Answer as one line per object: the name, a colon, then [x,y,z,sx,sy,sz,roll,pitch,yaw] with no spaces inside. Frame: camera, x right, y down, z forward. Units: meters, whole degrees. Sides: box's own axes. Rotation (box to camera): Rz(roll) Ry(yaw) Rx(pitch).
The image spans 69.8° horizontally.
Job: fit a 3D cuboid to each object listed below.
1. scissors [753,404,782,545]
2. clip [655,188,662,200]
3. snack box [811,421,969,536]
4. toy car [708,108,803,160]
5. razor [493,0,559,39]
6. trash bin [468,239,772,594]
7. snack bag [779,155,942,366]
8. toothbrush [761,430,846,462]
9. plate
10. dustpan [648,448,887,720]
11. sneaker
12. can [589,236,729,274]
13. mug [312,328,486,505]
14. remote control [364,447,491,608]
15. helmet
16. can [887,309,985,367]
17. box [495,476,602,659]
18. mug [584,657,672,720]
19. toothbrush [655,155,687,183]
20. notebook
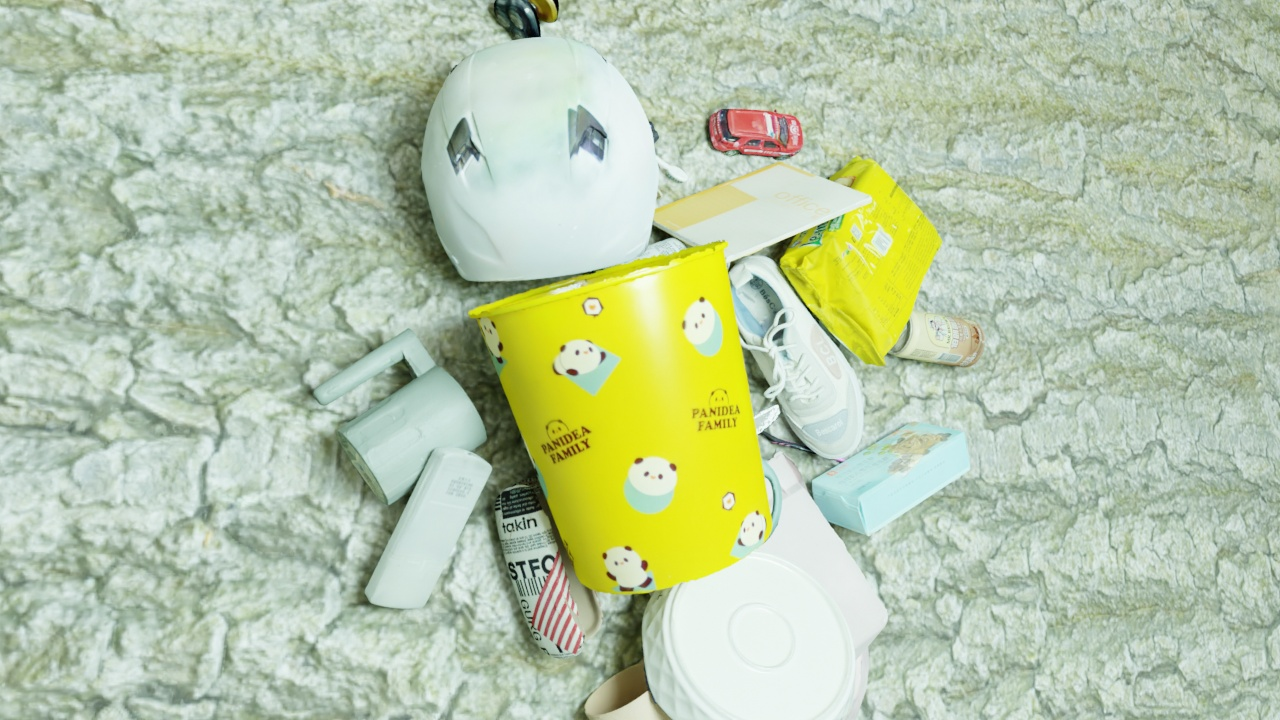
scissors: [0.087,0.118,0.931,0.170,0.019,0.181,-30,81,-8]
clip: [-0.018,-0.204,0.978,0.066,0.034,0.099,-43,103,-26]
snack box: [0.279,0.127,1.017,0.174,0.074,0.052,-24,109,-27]
toy car: [0.137,-0.262,1.056,0.120,0.045,0.053,-2,82,-28]
razor: [-0.108,-0.411,0.973,0.068,0.062,0.167,10,67,9]
trash bin: [-0.003,0.046,0.805,0.229,0.230,0.255,-20,99,-27]
snack bag: [0.257,-0.121,1.037,0.158,0.068,0.245,45,48,-11]
toothbrush: [0.165,0.094,1.012,0.189,0.014,0.018,19,88,-22]
plate: [0.105,0.260,0.837,0.204,0.046,0.204,9,49,-11]
dustpan: [0.129,0.270,0.960,0.222,0.139,0.273,-23,61,-27]
sneaker: [0.164,-0.002,0.975,0.090,0.090,0.242,-29,90,18]
can: [0.021,-0.094,0.959,0.146,0.058,0.058,-23,89,-27]
mug: [-0.212,0.050,0.808,0.103,0.084,0.124,-36,94,-24]
remote control: [-0.183,0.145,0.794,0.058,0.021,0.150,23,95,-46]
helmet: [-0.097,-0.204,0.832,0.229,0.146,0.258,-4,61,1]
can: [0.351,-0.027,1.097,0.116,0.059,0.058,8,76,-23]
box: [-0.081,0.188,0.855,0.087,0.076,0.163,-19,87,-55]
mug: [0.018,0.339,0.864,0.124,0.084,0.103,-32,96,-53]
toothbrush: [-0.039,-0.257,0.982,0.221,0.026,0.026,34,78,-15]
notebook: [0.125,-0.164,0.989,0.205,0.146,0.010,-25,129,-27]
